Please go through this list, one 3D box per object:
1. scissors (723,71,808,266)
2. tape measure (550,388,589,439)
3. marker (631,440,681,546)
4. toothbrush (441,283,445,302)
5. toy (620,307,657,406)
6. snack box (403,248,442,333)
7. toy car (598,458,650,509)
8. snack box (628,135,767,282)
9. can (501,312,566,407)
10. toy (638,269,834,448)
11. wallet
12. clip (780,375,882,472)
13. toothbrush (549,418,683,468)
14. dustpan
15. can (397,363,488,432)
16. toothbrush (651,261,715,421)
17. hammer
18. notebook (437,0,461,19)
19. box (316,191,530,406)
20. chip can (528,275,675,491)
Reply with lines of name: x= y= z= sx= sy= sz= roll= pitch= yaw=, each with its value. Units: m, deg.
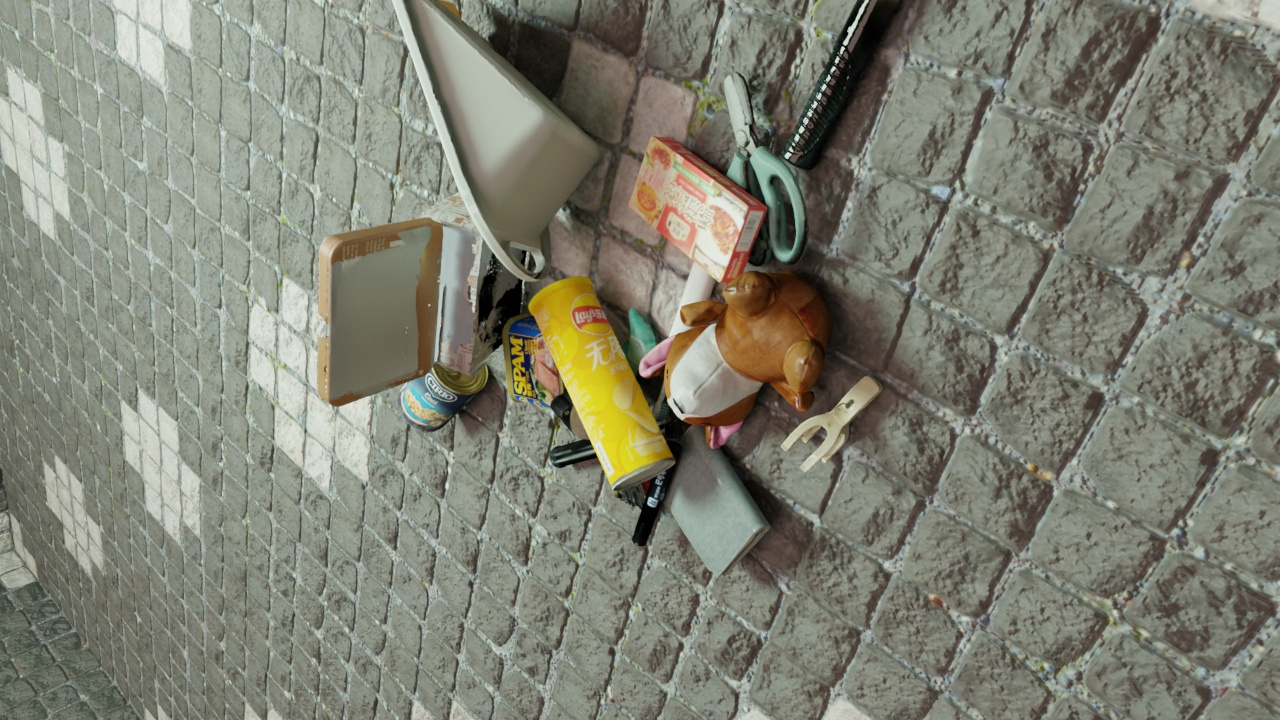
scissors: x=0.108 y=-0.160 z=0.776 sx=0.129 sy=0.019 sz=0.185 roll=34 pitch=139 yaw=50
tape measure: x=-0.055 y=0.051 z=0.991 sx=0.066 sy=0.065 sz=0.033 roll=51 pitch=173 yaw=-37
marker: x=0.016 y=0.140 z=0.962 sx=0.022 sy=0.020 sz=0.132 roll=-99 pitch=23 yaw=-58
toothbrush: x=-0.222 y=-0.095 z=1.087 sx=0.017 sy=0.016 sz=0.188 roll=31 pitch=106 yaw=13
toy: x=-0.006 y=0.006 z=0.961 sx=0.092 sy=0.030 sz=0.096 roll=-45 pitch=68 yaw=45
snack box: x=-0.261 y=-0.064 z=1.158 sx=0.084 sy=0.026 sz=0.158 roll=51 pitch=131 yaw=14
toy car: x=-0.011 y=0.121 z=0.987 sx=0.049 sy=0.031 sz=0.106 roll=14 pitch=142 yaw=33
snack box: x=0.048 y=-0.139 z=0.835 sx=0.153 sy=0.025 sz=0.075 roll=46 pitch=128 yaw=39
can: x=-0.103 y=0.002 z=1.027 sx=0.083 sy=0.057 sz=0.102 roll=10 pitch=112 yaw=36
toy: x=0.083 y=0.005 z=0.832 sx=0.140 sy=0.130 sz=0.200 roll=54 pitch=142 yaw=0
wallet: x=0.071 y=0.144 z=0.937 sx=0.129 sy=0.036 sz=0.107 roll=57 pitch=138 yaw=28
clip: x=0.175 y=0.058 z=0.828 sx=0.101 sy=0.096 sz=0.035 roll=-43 pitch=70 yaw=-2
toothbrush: x=-0.028 y=0.090 z=1.006 sx=0.213 sy=0.026 sz=0.027 roll=-19 pitch=80 yaw=46
dustpan: x=-0.150 y=-0.210 z=0.875 sx=0.258 sy=0.222 sz=0.143 roll=43 pitch=100 yaw=9
can: x=-0.250 y=0.034 z=1.152 sx=0.111 sy=0.075 sz=0.075 roll=-41 pitch=78 yaw=42
toothbrush: x=0.043 y=-0.027 z=0.909 sx=0.026 sy=0.026 sz=0.221 roll=-102 pitch=25 yaw=-56
hammer: x=0.184 y=-0.282 z=0.691 sx=0.129 sy=0.032 sz=0.302 roll=41 pitch=128 yaw=23
notebook: x=-0.169 y=-0.260 z=0.918 sx=0.010 sy=0.145 sz=0.206 roll=-19 pitch=104 yaw=13
box: x=-0.216 y=-0.066 z=0.948 sx=0.103 sy=0.260 sz=0.179 roll=19 pitch=118 yaw=13
chip can: x=-0.040 y=0.022 z=0.924 sx=0.072 sy=0.071 sz=0.213 roll=-40 pitch=69 yaw=42
